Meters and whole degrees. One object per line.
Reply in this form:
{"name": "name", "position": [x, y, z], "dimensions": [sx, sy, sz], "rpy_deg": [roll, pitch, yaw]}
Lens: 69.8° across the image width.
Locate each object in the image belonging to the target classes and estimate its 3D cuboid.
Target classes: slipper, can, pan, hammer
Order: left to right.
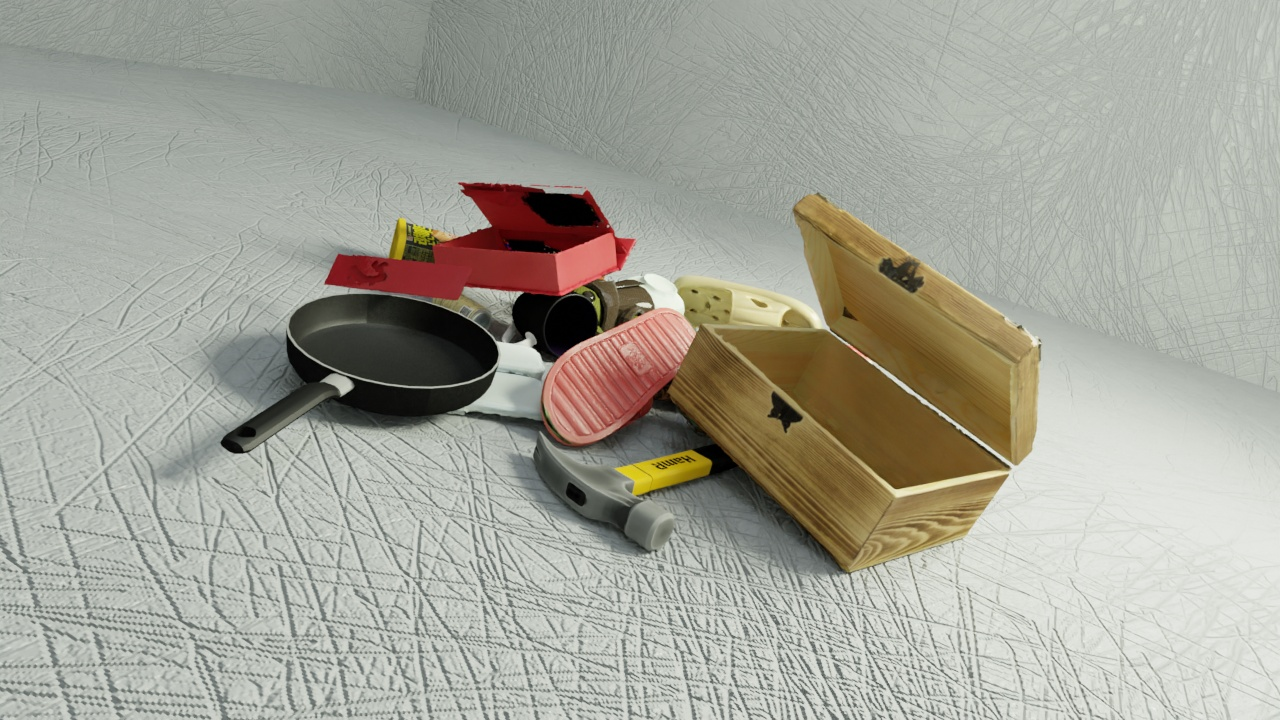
{"name": "pan", "position": [-0.260, 0.017, 0.834], "dimensions": [0.204, 0.044, 0.354], "rpy_deg": [19, 24, 7]}
{"name": "can", "position": [-0.299, -0.143, 1.295], "dimensions": [0.101, 0.073, 0.130], "rpy_deg": [13, 18, -19]}
{"name": "can", "position": [-0.228, -0.063, 1.165], "dimensions": [0.079, 0.038, 0.038], "rpy_deg": [29, 22, 36]}
{"name": "slipper", "position": [-0.026, 0.018, 0.996], "dimensions": [0.103, 0.059, 0.248], "rpy_deg": [50, 45, 3]}
{"name": "hammer", "position": [0.038, 0.104, 0.909], "dimensions": [0.170, 0.034, 0.323], "rpy_deg": [27, 19, 33]}
{"name": "slipper", "position": [0.146, -0.056, 1.402], "dimensions": [0.262, 0.111, 0.079], "rpy_deg": [21, 39, 29]}

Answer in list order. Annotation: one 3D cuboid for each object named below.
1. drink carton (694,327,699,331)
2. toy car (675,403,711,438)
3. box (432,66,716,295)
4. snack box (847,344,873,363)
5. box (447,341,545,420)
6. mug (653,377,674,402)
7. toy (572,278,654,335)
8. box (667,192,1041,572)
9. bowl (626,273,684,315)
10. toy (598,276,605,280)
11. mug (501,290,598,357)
{"name": "drink carton", "position": [0.090, -0.001, 1.239], "dimensions": [0.076, 0.048, 0.124], "rpy_deg": [18, 17, 5]}
{"name": "toy car", "position": [0.080, 0.061, 1.042], "dimensions": [0.111, 0.047, 0.047], "rpy_deg": [13, 19, -25]}
{"name": "box", "position": [-0.074, -0.242, 1.274], "dimensions": [0.215, 0.138, 0.465], "rpy_deg": [9, 43, 33]}
{"name": "snack box", "position": [0.268, 0.018, 1.288], "dimensions": [0.093, 0.079, 0.094], "rpy_deg": [22, 18, 17]}
{"name": "box", "position": [-0.202, 0.006, 0.983], "dimensions": [0.209, 0.038, 0.190], "rpy_deg": [10, 16, -13]}
{"name": "mug", "position": [0.024, 0.012, 1.117], "dimensions": [0.107, 0.080, 0.116], "rpy_deg": [12, -8, -16]}
{"name": "toy", "position": [-0.051, -0.074, 1.286], "dimensions": [0.152, 0.078, 0.179], "rpy_deg": [-5, 30, -41]}
{"name": "box", "position": [0.248, 0.011, 0.933], "dimensions": [0.269, 0.264, 0.279], "rpy_deg": [1, 32, -45]}
{"name": "bowl", "position": [0.018, -0.092, 1.395], "dimensions": [0.117, 0.061, 0.117], "rpy_deg": [21, 27, -12]}
{"name": "toy", "position": [-0.072, -0.100, 1.429], "dimensions": [0.090, 0.071, 0.102], "rpy_deg": [27, 39, -9]}
{"name": "mug", "position": [-0.128, -0.046, 1.156], "dimensions": [0.118, 0.085, 0.100], "rpy_deg": [-31, 32, -28]}
